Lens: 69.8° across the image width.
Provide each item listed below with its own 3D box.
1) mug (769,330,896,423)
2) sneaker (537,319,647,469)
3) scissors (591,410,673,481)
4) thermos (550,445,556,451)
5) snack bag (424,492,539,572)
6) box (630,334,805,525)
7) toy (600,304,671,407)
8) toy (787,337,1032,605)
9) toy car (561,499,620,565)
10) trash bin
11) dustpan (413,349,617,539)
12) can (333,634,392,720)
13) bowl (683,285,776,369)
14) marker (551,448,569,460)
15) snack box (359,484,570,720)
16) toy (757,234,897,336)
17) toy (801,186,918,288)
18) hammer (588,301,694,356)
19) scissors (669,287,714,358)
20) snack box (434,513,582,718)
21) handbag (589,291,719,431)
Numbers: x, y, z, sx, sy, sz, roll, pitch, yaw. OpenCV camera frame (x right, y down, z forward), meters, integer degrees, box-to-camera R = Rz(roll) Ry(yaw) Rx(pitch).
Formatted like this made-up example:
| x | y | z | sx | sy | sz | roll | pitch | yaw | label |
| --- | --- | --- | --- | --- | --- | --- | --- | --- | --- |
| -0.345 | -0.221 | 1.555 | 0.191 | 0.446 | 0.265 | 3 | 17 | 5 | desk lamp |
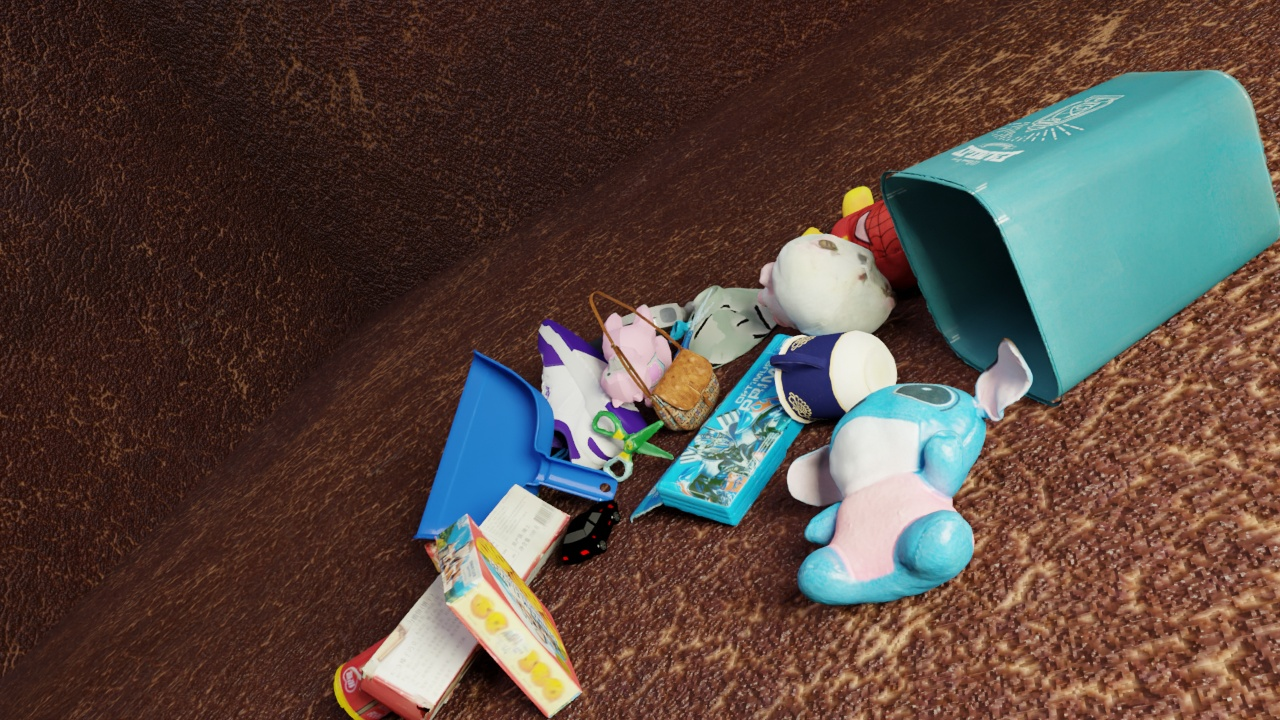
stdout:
| x | y | z | sx | sy | sz | roll | pitch | yaw | label |
| --- | --- | --- | --- | --- | --- | --- | --- | --- | --- |
| 0.179 | 0.011 | 0.856 | 0.089 | 0.111 | 0.085 | -8 | 69 | 50 | mug |
| -0.087 | 0.051 | 1.171 | 0.111 | 0.091 | 0.244 | -48 | 44 | 12 | sneaker |
| -0.008 | 0.103 | 1.029 | 0.132 | 0.108 | 0.012 | 16 | 25 | 42 | scissors |
| -0.066 | 0.056 | 1.244 | 0.230 | 0.068 | 0.101 | -34 | 32 | 2 | thermos |
| -0.193 | 0.207 | 1.149 | 0.155 | 0.044 | 0.087 | -33 | 31 | -11 | snack bag |
| 0.093 | 0.064 | 0.951 | 0.176 | 0.060 | 0.242 | -12 | 30 | 52 | box |
| -0.007 | 0.007 | 1.124 | 0.067 | 0.123 | 0.157 | -15 | 42 | 15 | toy |
| 0.194 | 0.085 | 0.662 | 0.225 | 0.099 | 0.190 | -38 | 19 | 41 | toy |
| -0.053 | 0.177 | 0.967 | 0.042 | 0.036 | 0.091 | -24 | 22 | 32 | toy car |
| 0.353 | -0.113 | 0.742 | 0.218 | 0.199 | 0.196 | -29 | 19 | -1 | trash bin |
| -0.139 | 0.123 | 1.087 | 0.258 | 0.059 | 0.245 | 12 | 80 | 23 | dustpan |
| -0.241 | 0.309 | 0.930 | 0.124 | 0.067 | 0.066 | -34 | 19 | 6 | can |
| 0.106 | -0.062 | 1.216 | 0.174 | 0.068 | 0.174 | -34 | 18 | 13 | bowl |
| -0.142 | 0.153 | 1.211 | 0.123 | 0.015 | 0.018 | -35 | 19 | 8 | marker |
| -0.166 | 0.235 | 0.916 | 0.272 | 0.076 | 0.044 | -52 | -11 | -50 | snack box |
| 0.191 | -0.071 | 1.000 | 0.101 | 0.139 | 0.180 | -61 | 17 | -17 | toy |
| 0.281 | -0.144 | 1.062 | 0.147 | 0.099 | 0.216 | -49 | 19 | -5 | toy |
| -0.044 | -0.025 | 1.379 | 0.139 | 0.035 | 0.313 | -10 | -8 | -37 | hammer |
| 0.069 | -0.037 | 1.177 | 0.135 | 0.016 | 0.083 | 134 | 143 | -53 | scissors |
| -0.120 | 0.221 | 0.810 | 0.040 | 0.142 | 0.145 | -37 | 19 | -6 | snack box |
| 0.016 | -0.009 | 1.046 | 0.043 | 0.196 | 0.093 | -24 | 24 | 48 | handbag |
